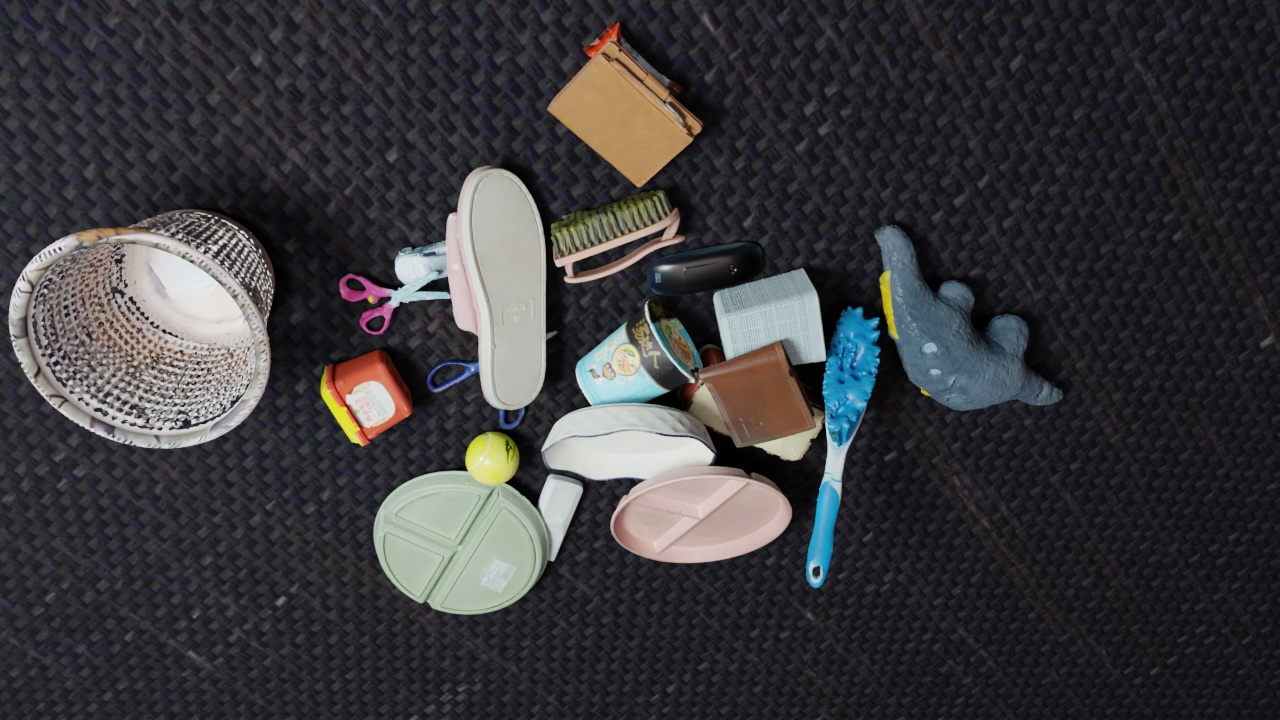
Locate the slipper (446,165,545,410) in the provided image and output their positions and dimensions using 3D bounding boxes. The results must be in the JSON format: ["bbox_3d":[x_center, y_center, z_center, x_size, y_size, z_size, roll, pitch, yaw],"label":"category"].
[{"bbox_3d":[-0.157,-0.076,1.011,0.113,0.054,0.275,-24,118,-41],"label":"slipper"}]

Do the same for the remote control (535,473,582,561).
[{"bbox_3d":[-0.116,0.206,1.197,0.049,0.024,0.125,17,115,-13],"label":"remote control"}]

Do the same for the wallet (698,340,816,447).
[{"bbox_3d":[0.134,0.042,1.048,0.101,0.032,0.124,-19,123,16],"label":"wallet"}]

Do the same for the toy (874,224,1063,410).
[{"bbox_3d":[0.387,-0.014,1.109,0.356,0.091,0.137,34,81,-22],"label":"toy"}]

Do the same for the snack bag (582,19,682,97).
[{"bbox_3d":[-0.007,-0.301,0.948,0.048,0.026,0.104,-38,115,22],"label":"snack bag"}]

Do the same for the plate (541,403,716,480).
[{"bbox_3d":[-0.013,0.098,1.086,0.205,0.045,0.205,-1,159,0],"label":"plate"}]

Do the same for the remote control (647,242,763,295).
[{"bbox_3d":[0.076,-0.104,1.058,0.136,0.024,0.053,-11,117,0],"label":"remote control"}]

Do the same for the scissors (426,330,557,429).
[{"bbox_3d":[-0.175,0.009,1.097,0.162,0.012,0.176,-7,117,-2],"label":"scissors"}]

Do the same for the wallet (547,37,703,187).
[{"bbox_3d":[-0.016,-0.253,0.953,0.132,0.031,0.108,37,131,-21],"label":"wallet"}]

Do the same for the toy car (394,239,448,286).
[{"bbox_3d":[-0.228,-0.108,1.020,0.090,0.034,0.043,-12,121,2],"label":"toy car"}]

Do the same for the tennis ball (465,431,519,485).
[{"bbox_3d":[-0.181,0.120,1.123,0.065,0.065,0.065,-2,117,-5],"label":"tennis ball"}]

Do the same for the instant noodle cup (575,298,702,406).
[{"bbox_3d":[-0.006,0.006,1.065,0.121,0.111,0.111,-33,116,19],"label":"instant noodle cup"}]

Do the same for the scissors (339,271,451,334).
[{"bbox_3d":[-0.271,-0.063,1.029,0.137,0.017,0.094,1,120,13],"label":"scissors"}]

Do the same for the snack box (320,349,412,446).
[{"bbox_3d":[-0.314,0.040,1.062,0.080,0.082,0.091,-25,118,-4],"label":"snack box"}]

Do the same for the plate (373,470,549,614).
[{"bbox_3d":[-0.234,0.243,1.189,0.230,0.027,0.230,1,119,2],"label":"plate"}]

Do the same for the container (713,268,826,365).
[{"bbox_3d":[0.147,-0.043,1.062,0.111,0.089,0.090,-12,117,3],"label":"container"}]

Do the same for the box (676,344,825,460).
[{"bbox_3d":[0.136,0.058,1.118,0.168,0.076,0.091,22,112,-16],"label":"box"}]

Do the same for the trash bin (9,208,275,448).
[{"bbox_3d":[-0.471,-0.055,0.930,0.227,0.192,0.228,-3,117,-5],"label":"trash bin"}]

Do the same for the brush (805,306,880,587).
[{"bbox_3d":[0.229,0.098,1.059,0.060,0.313,0.109,9,157,15],"label":"brush"}]

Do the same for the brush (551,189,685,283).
[{"bbox_3d":[-0.026,-0.137,1.010,0.145,0.063,0.073,-19,113,2],"label":"brush"}]

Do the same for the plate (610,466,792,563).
[{"bbox_3d":[0.076,0.196,1.165,0.229,0.028,0.230,-2,142,-2],"label":"plate"}]
